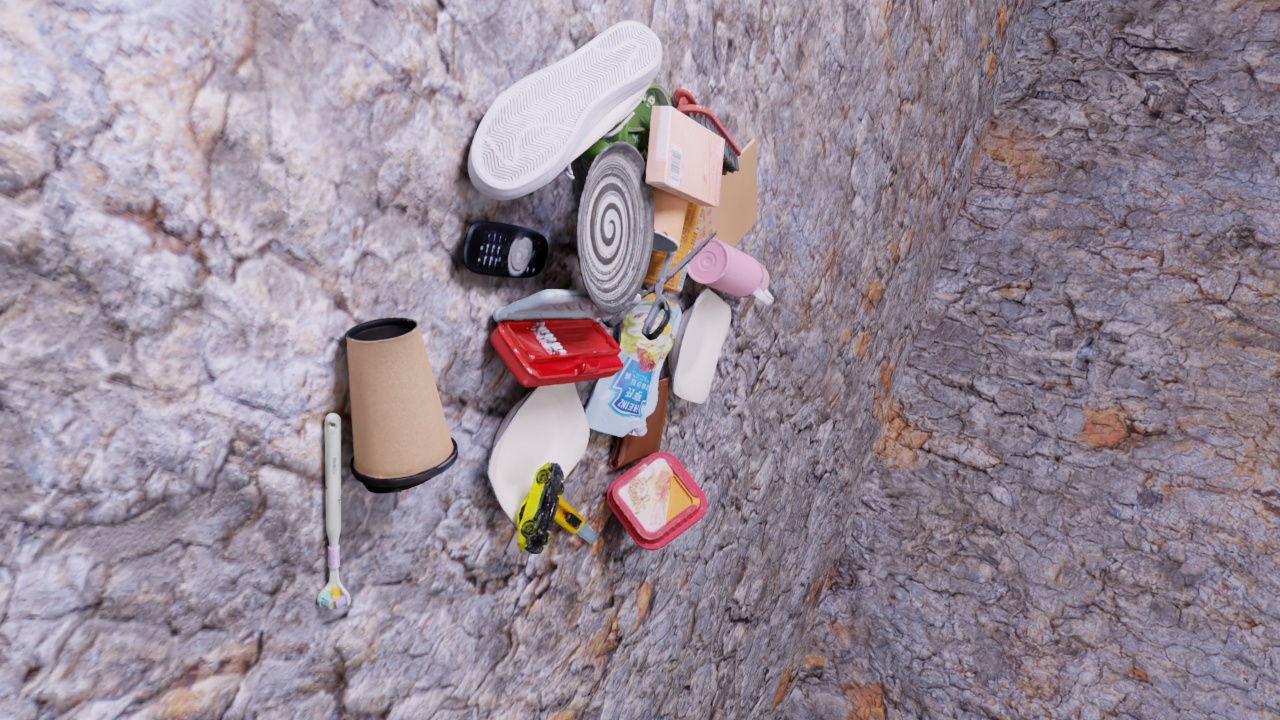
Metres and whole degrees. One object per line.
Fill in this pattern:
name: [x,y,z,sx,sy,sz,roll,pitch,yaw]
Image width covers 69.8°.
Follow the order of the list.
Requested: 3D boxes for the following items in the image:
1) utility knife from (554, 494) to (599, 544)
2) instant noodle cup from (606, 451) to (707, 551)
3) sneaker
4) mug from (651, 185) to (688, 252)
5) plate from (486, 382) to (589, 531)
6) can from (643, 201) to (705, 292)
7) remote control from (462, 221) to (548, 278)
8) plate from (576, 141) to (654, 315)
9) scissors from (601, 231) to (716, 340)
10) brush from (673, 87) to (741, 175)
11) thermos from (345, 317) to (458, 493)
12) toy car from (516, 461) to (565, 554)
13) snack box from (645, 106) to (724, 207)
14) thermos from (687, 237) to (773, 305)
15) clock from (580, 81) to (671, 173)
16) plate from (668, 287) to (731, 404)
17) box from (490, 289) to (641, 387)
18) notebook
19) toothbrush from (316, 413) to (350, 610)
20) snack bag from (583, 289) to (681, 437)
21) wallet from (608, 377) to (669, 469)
utility knife: [-0.091,0.203,1.191,0.033,0.015,0.223,-61,152,-16]
instant noodle cup: [0.027,0.209,1.307,0.116,0.116,0.124,-35,158,-9]
sneaker: [-0.077,-0.231,0.889,0.241,0.089,0.091,-46,177,-23]
mug: [0.025,-0.202,1.107,0.078,0.078,0.122,33,71,-63]
plate: [-0.122,0.097,1.043,0.163,0.034,0.164,-55,149,-31]
can: [0.044,-0.163,1.179,0.058,0.058,0.146,9,98,-64]
remote control: [-0.136,-0.109,0.901,0.136,0.024,0.053,-3,107,-64]
plate: [-0.030,-0.136,0.956,0.179,0.024,0.179,7,90,-66]
scissors: [0.024,-0.092,1.101,0.014,0.181,0.159,42,22,-36]
brush: [0.077,-0.290,1.172,0.145,0.063,0.069,30,48,-62]
thermos: [-0.210,0.040,0.786,0.092,0.093,0.143,-35,127,-51]
toy car: [-0.114,0.163,1.027,0.048,0.032,0.105,56,45,-58]
snack box: [0.053,-0.229,1.047,0.157,0.026,0.084,2,93,-64]
thermos: [0.139,-0.123,1.344,0.067,0.087,0.198,-44,158,16]
clock: [-0.019,-0.242,1.012,0.116,0.056,0.161,29,80,-63]
plate: [0.080,-0.022,1.359,0.164,0.034,0.163,26,81,-66]
box: [-0.067,-0.038,0.989,0.101,0.095,0.201,-43,164,23]
notebook: [0.127,-0.217,1.365,0.207,0.008,0.148,-50,147,-38]
toothbrush: [-0.268,0.134,0.800,0.020,0.029,0.190,-121,-145,-67]
snack bag: [-0.007,0.007,1.190,0.110,0.039,0.191,21,86,-49]
wallet: [-0.002,0.084,1.276,0.101,0.032,0.125,-15,118,-57]
